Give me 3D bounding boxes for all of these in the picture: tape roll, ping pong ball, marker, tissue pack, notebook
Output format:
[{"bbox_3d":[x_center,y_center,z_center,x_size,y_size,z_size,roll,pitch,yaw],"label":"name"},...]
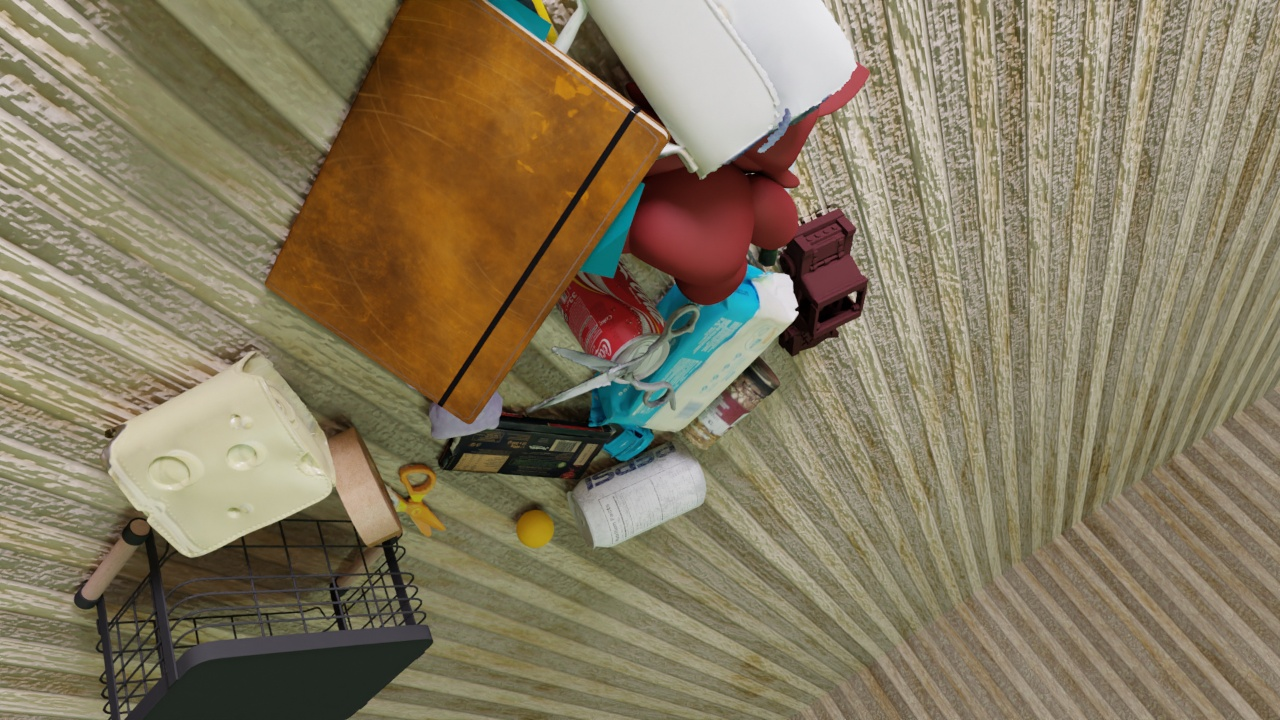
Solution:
[{"bbox_3d":[-0.221,0.101,0.731,0.027,0.094,0.094,-25,146,-14],"label":"tape roll"},{"bbox_3d":[-0.112,0.179,0.975,0.040,0.040,0.040,-22,146,-17],"label":"ping pong ball"},{"bbox_3d":[0.118,-0.136,0.784,0.017,0.017,0.147,-21,145,-18],"label":"marker"},{"bbox_3d":[0.045,-0.007,0.845,0.116,0.066,0.210,10,129,-48],"label":"tissue pack"},{"bbox_3d":[-0.101,-0.089,0.547,0.250,0.178,0.014,-52,-174,27],"label":"notebook"}]

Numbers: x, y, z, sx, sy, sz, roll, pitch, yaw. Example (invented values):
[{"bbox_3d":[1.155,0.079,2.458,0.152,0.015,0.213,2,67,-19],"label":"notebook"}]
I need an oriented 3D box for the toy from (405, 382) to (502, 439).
[{"bbox_3d":[-0.150,0.025,0.749,0.080,0.036,0.100,-8,135,-19],"label":"toy"}]

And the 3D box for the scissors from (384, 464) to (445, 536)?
[{"bbox_3d":[-0.218,0.142,0.862,0.073,0.012,0.132,-23,145,-14],"label":"scissors"}]

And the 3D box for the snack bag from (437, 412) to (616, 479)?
[{"bbox_3d":[-0.106,0.081,0.855,0.155,0.018,0.075,10,130,-34],"label":"snack bag"}]

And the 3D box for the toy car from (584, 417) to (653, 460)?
[{"bbox_3d":[-0.019,0.077,0.931,0.048,0.032,0.105,-39,148,8],"label":"toy car"}]

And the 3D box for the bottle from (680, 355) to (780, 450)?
[{"bbox_3d":[0.087,0.039,0.950,0.105,0.056,0.056,-43,146,15],"label":"bottle"}]

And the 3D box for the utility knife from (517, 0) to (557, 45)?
[{"bbox_3d":[-0.064,-0.200,0.549,0.030,0.017,0.175,-24,150,3],"label":"utility knife"}]

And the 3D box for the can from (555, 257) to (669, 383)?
[{"bbox_3d":[-0.025,-0.037,0.709,0.064,0.104,0.064,-23,146,-17],"label":"can"}]

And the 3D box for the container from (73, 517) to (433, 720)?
[{"bbox_3d":[-0.312,0.217,0.762,0.163,0.130,0.241,-44,146,26],"label":"container"}]

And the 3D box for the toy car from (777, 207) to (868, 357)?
[{"bbox_3d":[0.174,-0.062,0.886,0.070,0.062,0.170,-25,146,-13],"label":"toy car"}]

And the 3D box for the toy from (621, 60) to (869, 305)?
[{"bbox_3d":[0.048,-0.142,0.620,0.158,0.120,0.197,24,97,-23],"label":"toy"}]

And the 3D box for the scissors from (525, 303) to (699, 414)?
[{"bbox_3d":[-0.010,0.012,0.674,0.141,0.014,0.172,-36,149,-1],"label":"scissors"}]

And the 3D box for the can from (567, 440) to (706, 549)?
[{"bbox_3d":[-0.004,0.144,0.989,0.136,0.078,0.078,-22,146,-17],"label":"can"}]

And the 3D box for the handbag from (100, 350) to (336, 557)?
[{"bbox_3d":[-0.292,0.066,0.639,0.119,0.081,0.111,-26,134,-6],"label":"handbag"}]

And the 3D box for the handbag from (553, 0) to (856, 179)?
[{"bbox_3d":[0.013,-0.173,0.521,0.176,0.151,0.074,-33,-171,7],"label":"handbag"}]
